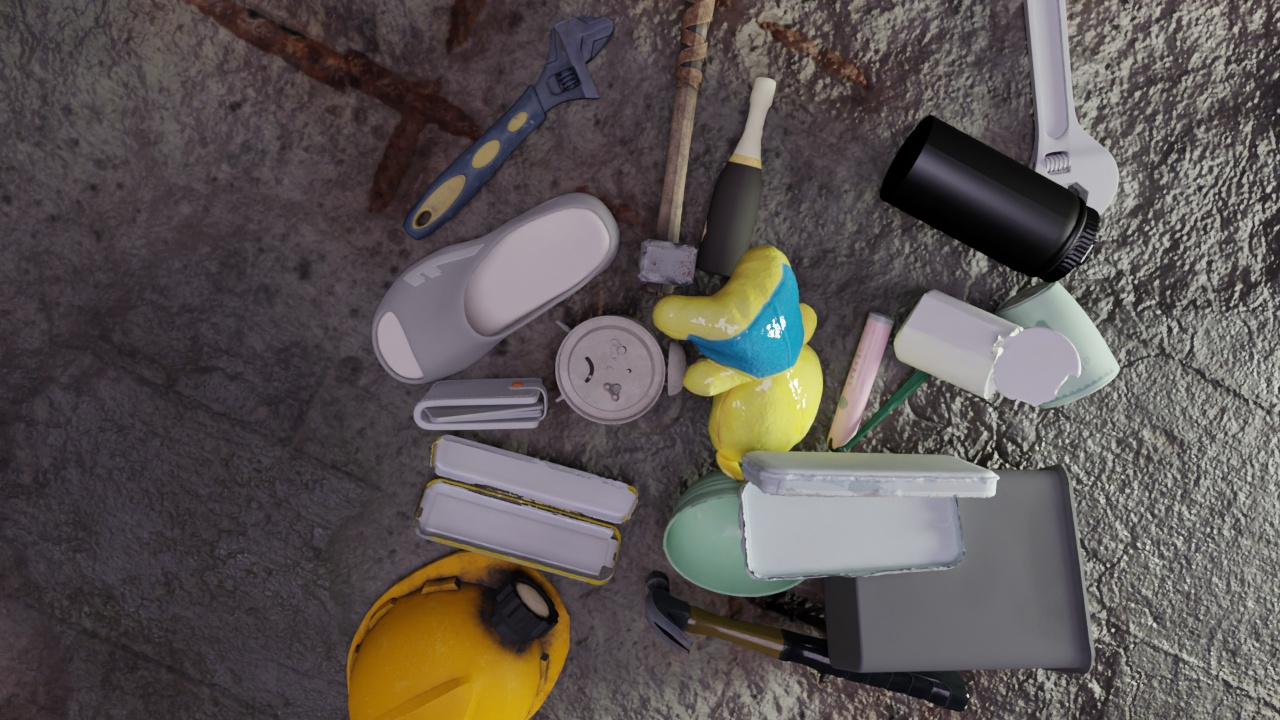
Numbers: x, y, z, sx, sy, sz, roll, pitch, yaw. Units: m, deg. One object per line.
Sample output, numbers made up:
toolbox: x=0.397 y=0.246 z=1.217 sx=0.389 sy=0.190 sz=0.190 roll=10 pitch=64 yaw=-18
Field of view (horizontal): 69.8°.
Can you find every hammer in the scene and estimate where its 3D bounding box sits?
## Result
hammer: x=0.038 y=-0.216 z=0.831 sx=0.049 sy=0.121 sz=0.319 roll=7 pitch=93 yaw=-4
hammer: x=0.164 y=0.289 z=0.912 sx=0.333 sy=0.117 sz=0.025 roll=17 pitch=103 yaw=-3

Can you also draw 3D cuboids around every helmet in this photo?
helmet: x=-0.191 y=0.324 z=0.909 sx=0.205 sy=0.131 sz=0.255 roll=43 pitch=98 yaw=-10

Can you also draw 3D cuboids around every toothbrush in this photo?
toothbrush: x=0.207 y=0.060 z=0.920 sx=0.026 sy=0.027 sz=0.223 roll=12 pitch=102 yaw=-22
toothbrush: x=0.253 y=0.042 z=0.907 sx=0.189 sy=0.017 sz=0.016 roll=-44 pitch=116 yaw=-3

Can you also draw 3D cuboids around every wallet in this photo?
wallet: x=-0.148 y=0.043 z=0.859 sx=0.118 sy=0.115 sz=0.037 roll=-1 pitch=101 yaw=-2

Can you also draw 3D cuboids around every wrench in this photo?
wrench: x=0.399 y=-0.265 z=0.866 sx=0.087 sy=0.018 sz=0.273 roll=-9 pitch=100 yaw=0
wrench: x=-0.122 y=-0.215 z=0.856 sx=0.273 sy=0.022 sz=0.073 roll=-44 pitch=99 yaw=6

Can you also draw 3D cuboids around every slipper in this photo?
slipper: x=-0.139 y=-0.064 z=0.856 sx=0.266 sy=0.080 sz=0.113 roll=-29 pitch=104 yaw=4

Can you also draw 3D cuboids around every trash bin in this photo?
trash bin: x=0.294 y=0.198 z=0.874 sx=0.219 sy=0.098 sz=0.191 roll=1 pitch=75 yaw=-7

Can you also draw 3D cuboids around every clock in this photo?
clock: x=-0.005 y=0.006 z=0.886 sx=0.157 sy=0.061 sz=0.103 roll=2 pitch=101 yaw=5

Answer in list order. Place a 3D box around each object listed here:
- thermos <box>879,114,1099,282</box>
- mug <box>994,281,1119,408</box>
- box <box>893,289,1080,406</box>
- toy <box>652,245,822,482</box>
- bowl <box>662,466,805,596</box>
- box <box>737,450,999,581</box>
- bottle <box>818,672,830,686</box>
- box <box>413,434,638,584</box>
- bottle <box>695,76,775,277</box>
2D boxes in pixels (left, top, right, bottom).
thermos: x=0.331 y=-0.141 z=0.848 sx=0.198 sy=0.086 sz=0.086 roll=27 pitch=99 yaw=-4
mug: x=0.383 y=-0.012 z=0.890 sx=0.112 sy=0.083 sz=0.104 roll=-31 pitch=91 yaw=33
box: x=0.317 y=-0.004 z=0.842 sx=0.166 sy=0.092 sz=0.083 roll=29 pitch=77 yaw=29
toy: x=0.106 y=0.009 z=0.823 sx=0.148 sy=0.084 sz=0.214 roll=-35 pitch=128 yaw=-22
bowl: x=0.100 y=0.157 z=0.899 sx=0.151 sy=0.076 sz=0.151 roll=4 pitch=130 yaw=5
box: x=0.191 y=0.145 z=0.794 sx=0.215 sy=0.106 sz=0.127 roll=2 pitch=98 yaw=-7
bottle: x=0.214 y=0.298 z=0.969 sx=0.025 sy=0.025 sz=0.106 roll=23 pitch=100 yaw=-6
box: x=-0.114 y=0.146 z=0.915 sx=0.210 sy=0.057 sz=0.117 roll=16 pitch=99 yaw=-4
bottle: x=0.095 y=-0.171 z=0.859 sx=0.045 sy=0.045 sz=0.185 roll=13 pitch=101 yaw=-4
